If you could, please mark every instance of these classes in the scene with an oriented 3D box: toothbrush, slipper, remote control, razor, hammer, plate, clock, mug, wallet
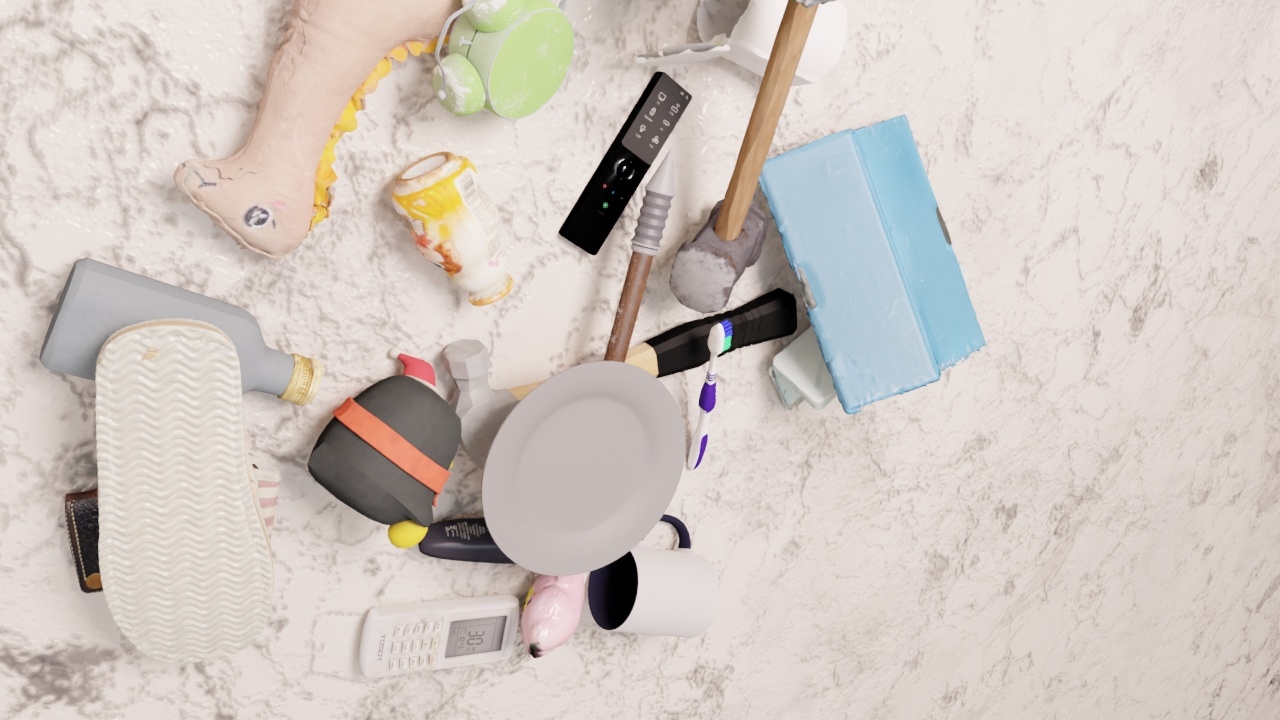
[{"bbox_3d":[0.060,0.036,0.813,0.016,0.015,0.187,-27,144,-29],"label":"toothbrush"},{"bbox_3d":[-0.299,0.089,0.610,0.115,0.052,0.263,-7,120,-25],"label":"slipper"},{"bbox_3d":[-0.011,-0.155,0.727,0.034,0.013,0.150,30,94,-36],"label":"remote control"},{"bbox_3d":[-0.118,0.152,0.780,0.142,0.047,0.052,7,131,-30],"label":"razor"},{"bbox_3d":[0.091,-0.178,0.665,0.097,0.052,0.329,-53,165,-46],"label":"hammer"},{"bbox_3d":[-0.042,0.084,0.714,0.178,0.012,0.178,-12,113,-29],"label":"plate"},{"bbox_3d":[-0.019,-0.005,0.726,0.155,0.043,0.322,6,106,-34],"label":"hammer"},{"bbox_3d":[-0.005,0.004,0.786,0.327,0.039,0.131,-20,120,-23],"label":"hammer"},{"bbox_3d":[-0.172,0.236,0.792,0.138,0.025,0.060,3,109,-31],"label":"remote control"},{"bbox_3d":[-0.089,-0.204,0.603,0.119,0.042,0.095,-16,139,-55],"label":"clock"},{"bbox_3d":[0.014,0.200,0.862,0.096,0.079,0.111,17,73,-34],"label":"mug"},{"bbox_3d":[-0.332,0.116,0.650,0.122,0.019,0.072,-9,114,-27],"label":"wallet"}]

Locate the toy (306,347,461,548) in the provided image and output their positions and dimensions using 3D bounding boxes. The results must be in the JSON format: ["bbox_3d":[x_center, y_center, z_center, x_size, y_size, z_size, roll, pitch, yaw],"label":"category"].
[{"bbox_3d":[-0.178,0.059,0.672,0.119,0.097,0.100,-53,133,-12],"label":"toy"}]

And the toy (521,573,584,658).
[{"bbox_3d":[-0.076,0.217,0.811,0.050,0.102,0.093,21,70,-3],"label":"toy"}]

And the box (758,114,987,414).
[{"bbox_3d":[0.212,-0.090,0.798,0.172,0.066,0.232,-23,95,-13],"label":"box"}]

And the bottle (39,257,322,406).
[{"bbox_3d":[-0.293,-0.007,0.604,0.161,0.046,0.072,21,99,-35],"label":"bottle"}]

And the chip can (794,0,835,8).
[{"bbox_3d":[0.055,-0.270,0.588,0.075,0.223,0.075,-12,117,-24],"label":"chip can"}]

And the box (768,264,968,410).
[{"bbox_3d":[0.215,-0.026,0.892,0.198,0.086,0.096,-38,152,-10],"label":"box"}]

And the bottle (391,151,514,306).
[{"bbox_3d":[-0.129,-0.091,0.654,0.063,0.063,0.108,-34,122,-14],"label":"bottle"}]

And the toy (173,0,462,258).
[{"bbox_3d":[-0.174,-0.181,0.594,0.195,0.065,0.265,9,111,-43],"label":"toy"}]

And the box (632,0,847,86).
[{"bbox_3d":[0.077,-0.248,0.694,0.159,0.085,0.118,16,94,-33],"label":"box"}]
